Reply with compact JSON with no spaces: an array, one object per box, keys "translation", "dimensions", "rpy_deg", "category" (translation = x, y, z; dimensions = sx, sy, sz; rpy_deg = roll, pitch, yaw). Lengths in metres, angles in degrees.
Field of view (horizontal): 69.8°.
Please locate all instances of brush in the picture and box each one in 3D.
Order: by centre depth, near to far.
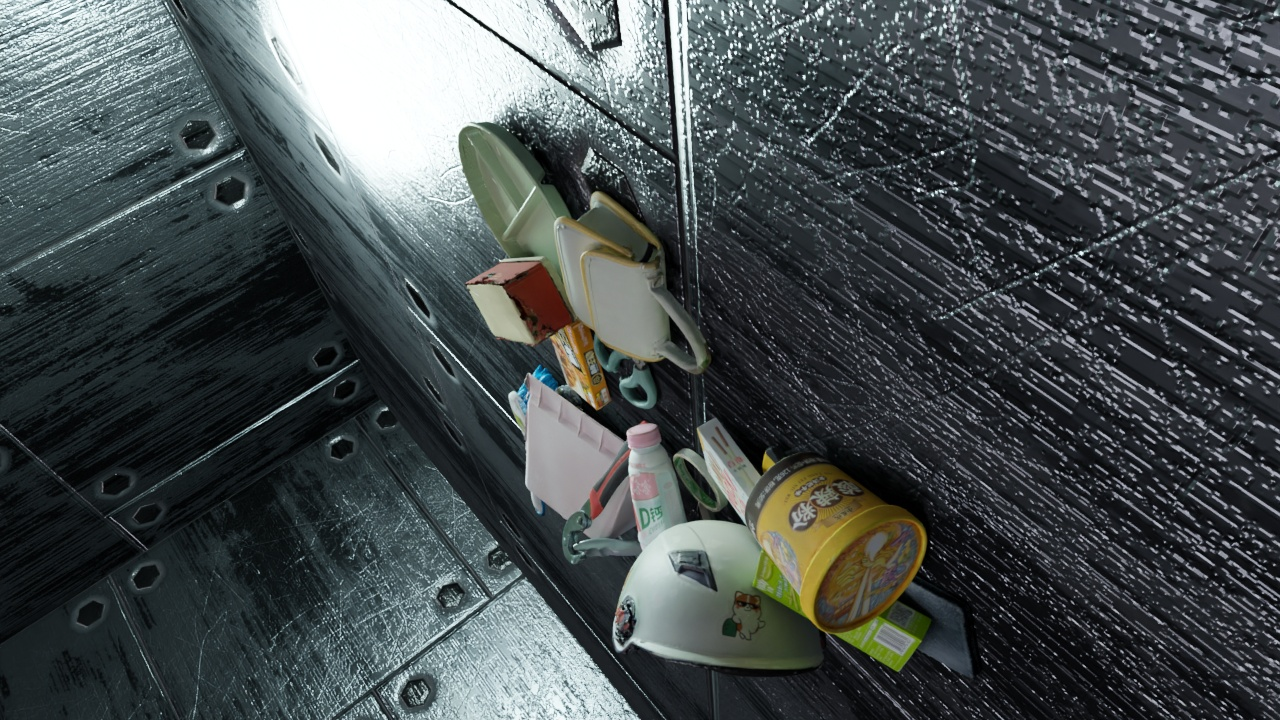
[{"translation":[-0.157,0.138,1.476],"dimensions":[0.060,0.109,0.315],"rpy_deg":[40,157,34],"category":"brush"}]

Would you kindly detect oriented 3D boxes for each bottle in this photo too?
[{"translation":[0.022,0.176,1.137],"dimensions":[0.068,0.068,0.197],"rpy_deg":[14,118,62],"category":"bottle"}]

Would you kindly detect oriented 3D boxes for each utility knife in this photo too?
[{"translation":[0.136,0.138,0.941],"dimensions":[0.033,0.015,0.196],"rpy_deg":[51,162,29],"category":"utility knife"}]

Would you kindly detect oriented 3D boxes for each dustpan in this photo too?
[{"translation":[-0.063,0.145,1.357],"dimensions":[0.222,0.138,0.274],"rpy_deg":[36,130,25],"category":"dustpan"}]

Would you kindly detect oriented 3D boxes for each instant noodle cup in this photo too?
[{"translation":[0.158,0.146,0.773],"dimensions":[0.114,0.118,0.118],"rpy_deg":[46,160,47],"category":"instant noodle cup"}]

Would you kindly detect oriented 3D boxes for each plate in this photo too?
[{"translation":[-0.134,-0.170,1.045],"dimensions":[0.230,0.027,0.231],"rpy_deg":[47,160,22],"category":"plate"}]

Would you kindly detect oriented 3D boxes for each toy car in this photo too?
[{"translation":[-0.104,0.061,1.337],"dimensions":[0.043,0.034,0.091],"rpy_deg":[55,162,9],"category":"toy car"}]

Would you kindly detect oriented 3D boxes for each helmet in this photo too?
[{"translation":[0.085,0.254,1.007],"dimensions":[0.274,0.230,0.156],"rpy_deg":[119,156,-74],"category":"helmet"}]

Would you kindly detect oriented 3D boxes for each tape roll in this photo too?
[{"translation":[0.072,0.144,1.100],"dimensions":[0.086,0.013,0.086],"rpy_deg":[45,158,24],"category":"tape roll"}]

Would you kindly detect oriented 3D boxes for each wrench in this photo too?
[{"translation":[-0.047,0.177,1.226],"dimensions":[0.056,0.016,0.274],"rpy_deg":[54,131,31],"category":"wrench"}]

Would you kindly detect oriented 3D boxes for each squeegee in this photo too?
[{"translation":[0.016,0.263,1.270],"dimensions":[0.250,0.040,0.248],"rpy_deg":[-1,131,24],"category":"squeegee"}]

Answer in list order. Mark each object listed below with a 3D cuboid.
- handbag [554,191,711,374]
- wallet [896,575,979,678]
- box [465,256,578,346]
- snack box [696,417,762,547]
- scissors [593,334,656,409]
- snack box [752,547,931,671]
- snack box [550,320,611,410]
[{"translation":[-0.005,-0.058,0.893],"dimensions":[0.179,0.063,0.164],"rpy_deg":[40,157,27],"category":"handbag"},{"translation":[0.247,0.225,0.825],"dimensions":[0.121,0.019,0.097],"rpy_deg":[25,145,49],"category":"wallet"},{"translation":[-0.149,-0.066,1.091],"dimensions":[0.091,0.079,0.168],"rpy_deg":[62,160,-17],"category":"box"},{"translation":[0.111,0.138,0.930],"dimensions":[0.156,0.027,0.085],"rpy_deg":[53,167,41],"category":"snack box"},{"translation":[-0.021,-0.015,1.055],"dimensions":[0.132,0.019,0.186],"rpy_deg":[47,157,20],"category":"scissors"},{"translation":[0.180,0.222,0.844],"dimensions":[0.156,0.026,0.086],"rpy_deg":[27,148,19],"category":"snack box"},{"translation":[-0.084,-0.010,1.189],"dimensions":[0.075,0.026,0.154],"rpy_deg":[37,153,40],"category":"snack box"}]
